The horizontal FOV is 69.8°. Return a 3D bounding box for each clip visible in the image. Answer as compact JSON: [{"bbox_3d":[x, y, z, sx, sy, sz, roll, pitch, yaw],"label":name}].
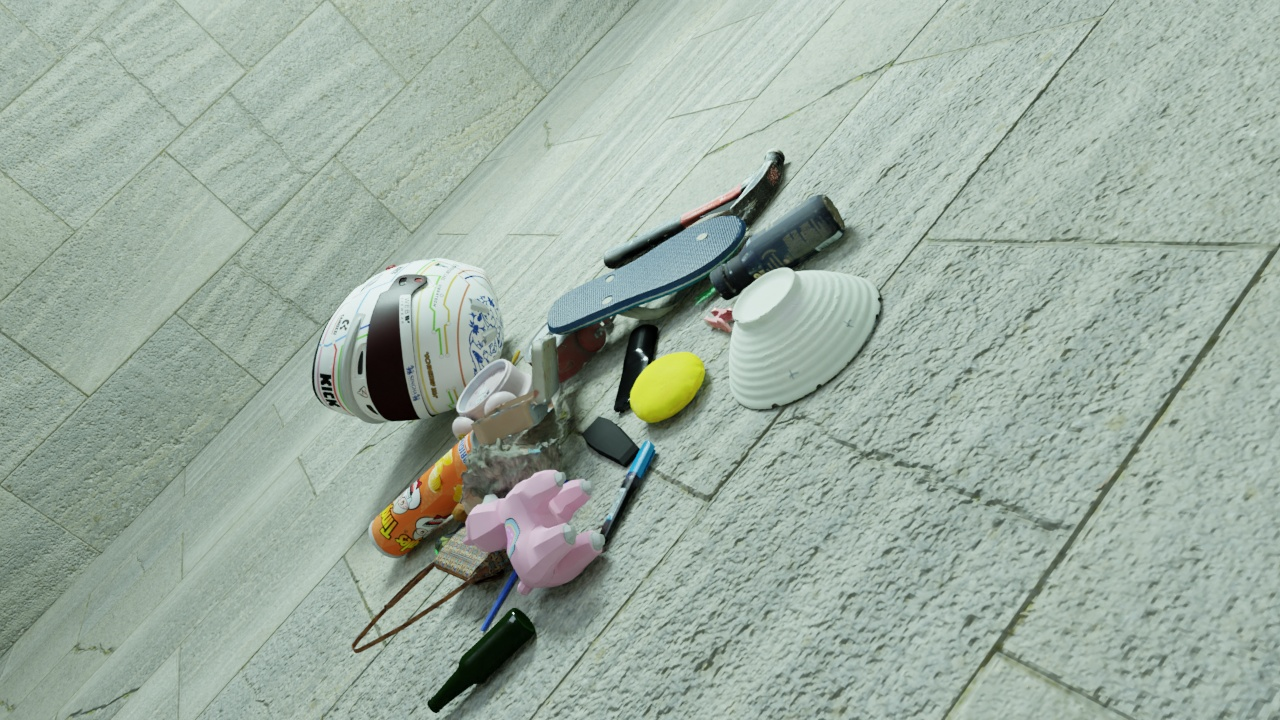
[{"bbox_3d":[0.089,-0.043,1.050,0.039,0.022,0.059,-49,19,-6],"label":"clip"}]

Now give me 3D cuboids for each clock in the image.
[{"bbox_3d":[-0.209,0.064,1.294,0.117,0.059,0.157,-32,27,26],"label":"clock"},{"bbox_3d":[-0.097,-0.036,1.279,0.157,0.062,0.109,-31,26,26],"label":"clock"}]

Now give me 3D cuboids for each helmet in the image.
[{"bbox_3d":[-0.336,-0.029,1.434,0.236,0.231,0.313,3,32,10],"label":"helmet"}]

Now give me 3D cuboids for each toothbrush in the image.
[{"bbox_3d":[-0.121,0.208,0.986,0.017,0.011,0.186,-12,42,50],"label":"toothbrush"}]

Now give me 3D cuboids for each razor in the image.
[{"bbox_3d":[-0.203,0.184,1.136,0.144,0.021,0.044,-50,11,-12],"label":"razor"}]

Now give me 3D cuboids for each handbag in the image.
[{"bbox_3d":[-0.220,0.250,0.982,0.195,0.043,0.094,-38,25,-32],"label":"handbag"}]

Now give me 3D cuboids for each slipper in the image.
[{"bbox_3d":[0.012,-0.095,1.204,0.295,0.060,0.118,-24,31,16],"label":"slipper"}]

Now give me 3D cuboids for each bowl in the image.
[{"bbox_3d":[0.140,-0.041,0.903,0.178,0.071,0.177,-36,25,19],"label":"bowl"}]

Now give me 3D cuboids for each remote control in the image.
[{"bbox_3d":[-0.034,0.091,1.035,0.039,0.010,0.125,-47,25,-8],"label":"remote control"},{"bbox_3d":[-0.007,0.007,1.118,0.046,0.021,0.140,-32,28,28],"label":"remote control"}]

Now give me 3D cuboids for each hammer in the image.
[{"bbox_3d":[0.062,-0.196,1.328,0.327,0.036,0.140,-21,31,42],"label":"hammer"}]

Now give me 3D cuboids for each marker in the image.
[{"bbox_3d":[-0.014,0.134,0.930,0.018,0.015,0.122,-17,38,51],"label":"marker"}]

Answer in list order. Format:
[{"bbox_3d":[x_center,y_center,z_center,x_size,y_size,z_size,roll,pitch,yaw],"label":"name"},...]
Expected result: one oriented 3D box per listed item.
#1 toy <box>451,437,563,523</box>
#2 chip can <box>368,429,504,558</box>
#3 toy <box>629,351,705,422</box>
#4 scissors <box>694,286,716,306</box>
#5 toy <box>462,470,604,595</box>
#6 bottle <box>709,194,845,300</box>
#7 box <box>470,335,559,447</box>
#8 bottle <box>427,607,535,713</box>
[{"bbox_3d":[-0.158,0.146,1.041,0.176,0.132,0.076,-47,54,43],"label":"toy"},{"bbox_3d":[-0.258,0.170,1.167,0.211,0.062,0.062,-41,23,22],"label":"chip can"},{"bbox_3d":[0.029,0.028,1.003,0.095,0.041,0.094,-52,30,-19],"label":"toy"},{"bbox_3d":[0.117,-0.100,1.111,0.132,0.013,0.078,-40,24,7],"label":"scissors"},{"bbox_3d":[-0.113,0.172,0.920,0.158,0.067,0.123,-32,53,29],"label":"toy"},{"bbox_3d":[0.152,-0.125,1.038,0.161,0.056,0.056,-32,26,24],"label":"bottle"},{"bbox_3d":[-0.146,0.030,1.122,0.121,0.094,0.217,-28,2,1],"label":"box"},{"bbox_3d":[-0.154,0.289,0.874,0.123,0.033,0.033,-44,24,1],"label":"bottle"}]
